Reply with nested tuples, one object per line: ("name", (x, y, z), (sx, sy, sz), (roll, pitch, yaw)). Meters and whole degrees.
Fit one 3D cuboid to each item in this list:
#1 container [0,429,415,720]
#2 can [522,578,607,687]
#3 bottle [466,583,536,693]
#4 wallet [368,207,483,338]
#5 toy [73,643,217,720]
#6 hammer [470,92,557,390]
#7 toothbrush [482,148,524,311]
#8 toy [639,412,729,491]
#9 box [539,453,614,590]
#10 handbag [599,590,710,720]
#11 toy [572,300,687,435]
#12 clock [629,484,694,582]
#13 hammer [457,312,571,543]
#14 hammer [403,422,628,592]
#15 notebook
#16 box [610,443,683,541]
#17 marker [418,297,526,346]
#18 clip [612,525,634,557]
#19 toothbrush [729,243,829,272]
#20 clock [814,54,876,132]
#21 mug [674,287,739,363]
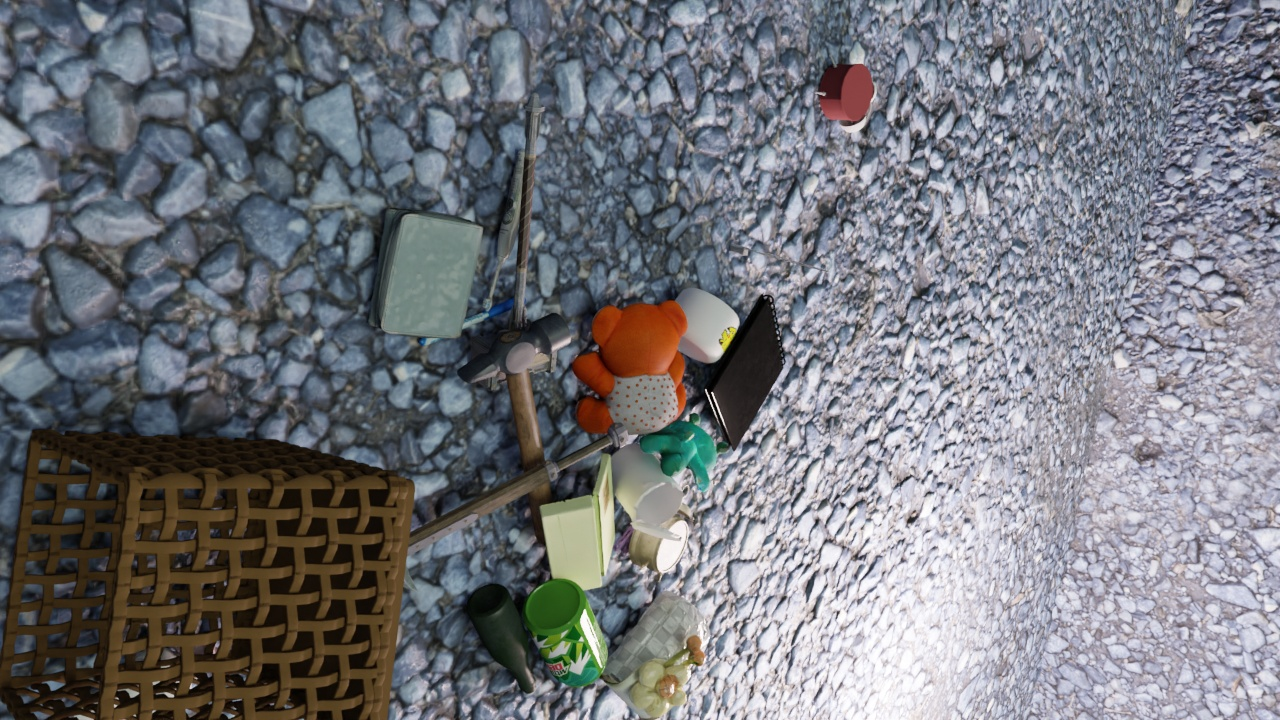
("container", (-0.353, 0.183, 0.745), (0.213, 0.252, 0.219), (8, 88, -46))
("can", (-0.095, 0.355, 1.189), (0.082, 0.083, 0.144), (-43, 139, -27))
("bottle", (-0.165, 0.359, 1.154), (0.055, 0.055, 0.174), (-38, 128, -31))
("wallet", (-0.224, -0.090, 0.953), (0.100, 0.054, 0.132), (6, 100, -37))
("toy", (-0.454, 0.304, 0.858), (0.125, 0.037, 0.076), (-41, 123, -36))
("hammer", (-0.127, -0.125, 0.996), (0.098, 0.044, 0.323), (-17, 127, -41))
("toothbrush", (-0.149, -0.145, 1.031), (0.024, 0.022, 0.185), (8, 98, -65))
("toy", (0.062, 0.116, 1.251), (0.072, 0.130, 0.193), (-49, 164, 18))
("box", (-0.067, 0.220, 1.171), (0.133, 0.061, 0.188), (-41, 147, -34))
("handbag", (0.036, 0.426, 1.328), (0.171, 0.123, 0.112), (-50, 117, -23))
("toy", (-0.007, 0.007, 1.173), (0.163, 0.093, 0.173), (-7, 111, -22))
("clock", (0.040, 0.242, 1.311), (0.140, 0.055, 0.093), (-62, 147, -13))
("hammer", (-0.130, 0.102, 1.080), (0.129, 0.040, 0.322), (-28, 134, -28))
("hammer", (-0.151, 0.154, 1.057), (0.316, 0.028, 0.147), (-26, 133, -17))
("notebook", (0.158, 0.021, 1.338), (0.169, 0.019, 0.231), (-57, 155, -15))
("box", (0.011, 0.183, 1.203), (0.091, 0.160, 0.081), (-43, 131, -2))
("marker", (-0.188, -0.045, 1.032), (0.141, 0.013, 0.013), (-28, 121, -36))
("clip", (-0.022, 0.254, 1.293), (0.045, 0.014, 0.051), (10, 99, -47))
("toothbrush", (0.187, -0.136, 1.254), (0.010, 0.182, 0.010), (-14, 115, -36))
("clock", (0.318, -0.403, 1.398), (0.124, 0.044, 0.087), (28, 83, -46))
("mug", (0.081, -0.042, 1.248), (0.068, 0.094, 0.115), (-57, 157, -13))
